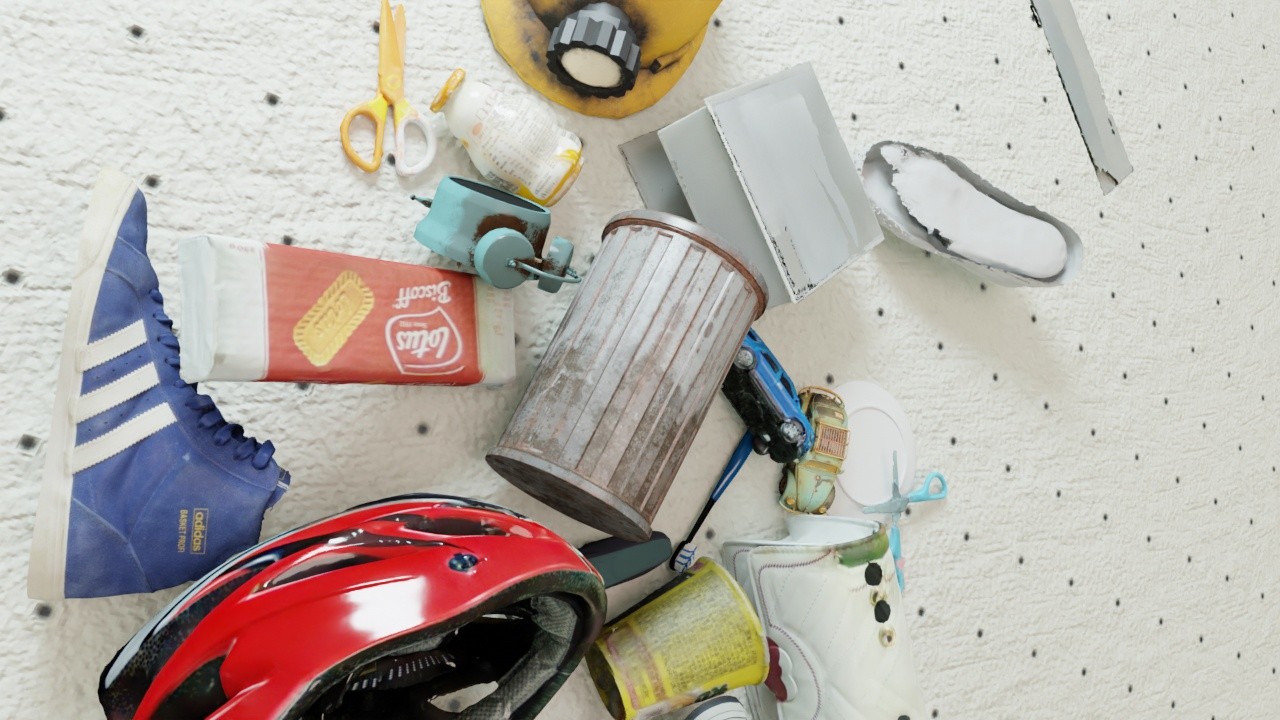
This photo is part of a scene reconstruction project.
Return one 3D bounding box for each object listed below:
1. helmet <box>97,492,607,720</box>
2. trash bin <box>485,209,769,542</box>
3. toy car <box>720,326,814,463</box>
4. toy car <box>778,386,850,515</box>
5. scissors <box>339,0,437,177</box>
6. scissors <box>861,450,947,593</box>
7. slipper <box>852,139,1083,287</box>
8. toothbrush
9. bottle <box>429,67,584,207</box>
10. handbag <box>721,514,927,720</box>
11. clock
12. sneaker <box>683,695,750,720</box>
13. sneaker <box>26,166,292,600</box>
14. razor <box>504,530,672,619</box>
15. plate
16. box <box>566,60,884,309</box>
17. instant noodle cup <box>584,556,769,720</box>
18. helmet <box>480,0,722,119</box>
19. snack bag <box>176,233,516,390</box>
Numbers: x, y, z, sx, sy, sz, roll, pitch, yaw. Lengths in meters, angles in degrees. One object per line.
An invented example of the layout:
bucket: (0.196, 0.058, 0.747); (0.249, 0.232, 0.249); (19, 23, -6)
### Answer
helmet: (-0.145, 0.173, 0.502); (0.271, 0.218, 0.167); (-21, 50, -32)
trash bin: (-0.004, 0.004, 0.642); (0.131, 0.131, 0.210); (35, 69, -23)
toy car: (0.096, 0.025, 0.732); (0.043, 0.056, 0.120); (-31, 86, -29)
toy car: (0.150, 0.074, 0.768); (0.047, 0.047, 0.111); (15, 77, -10)
scissors: (-0.167, -0.189, 0.634); (0.070, 0.013, 0.130); (10, 80, -30)
scissors: (0.243, 0.144, 0.833); (0.135, 0.015, 0.135); (-11, 104, -41)
slipper: (0.302, -0.136, 0.870); (0.246, 0.075, 0.112); (21, 67, -17)
toothbrush: (0.069, 0.098, 0.740); (0.167, 0.014, 0.014); (-56, 145, -23)
bottle: (-0.094, -0.157, 0.646); (0.108, 0.063, 0.063); (36, 67, -21)
handbag: (0.143, 0.224, 0.697); (0.096, 0.142, 0.198); (-11, 89, -29)
clock: (-0.091, -0.080, 0.604); (0.089, 0.124, 0.053); (-5, 118, -60)
sneaker: (0.087, 0.358, 0.626); (0.088, 0.124, 0.240); (-21, 112, -17)
sneaker: (-0.252, 0.017, 0.513); (0.118, 0.092, 0.233); (9, 80, -25)
razor: (-0.035, 0.148, 0.658); (0.142, 0.052, 0.047); (-8, 90, -41)
plate: (0.204, 0.085, 0.823); (0.134, 0.011, 0.134); (4, 82, -30)
box: (0.029, -0.123, 0.865); (0.171, 0.405, 0.169); (-30, 99, -31)
instant noodle cup: (0.022, 0.207, 0.657); (0.108, 0.102, 0.102); (-20, 94, -22)
helmet: (-0.001, -0.324, 0.680); (0.205, 0.132, 0.255); (23, 72, -26)
snack bag: (-0.163, -0.022, 0.555); (0.224, 0.041, 0.077); (3, 82, -53)
